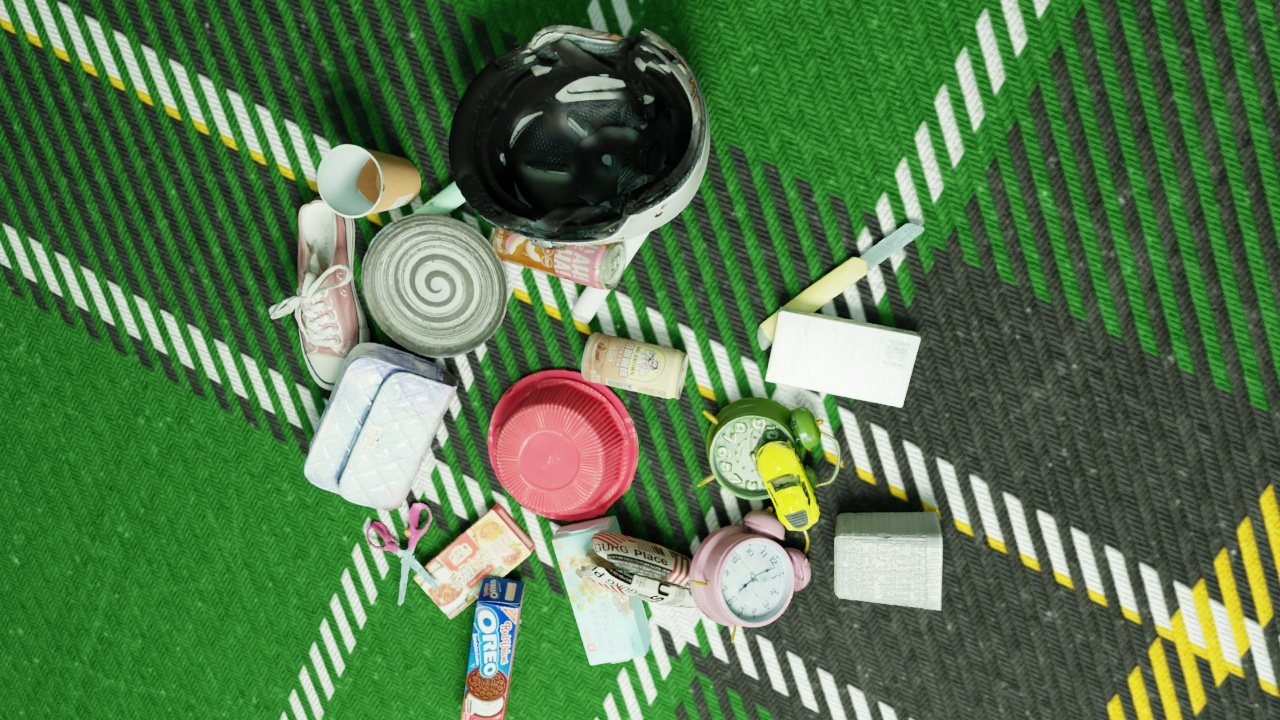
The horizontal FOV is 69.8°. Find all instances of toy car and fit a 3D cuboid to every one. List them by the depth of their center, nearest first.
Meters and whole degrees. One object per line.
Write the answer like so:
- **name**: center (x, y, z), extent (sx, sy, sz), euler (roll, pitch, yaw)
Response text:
- **toy car**: center (0.162, 0.139, 1.013), extent (0.048, 0.032, 0.105), euler (-22, 95, 15)

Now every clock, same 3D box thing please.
- **clock**: center (0.148, 0.106, 1.055), extent (0.161, 0.056, 0.116), euler (4, 103, 10)
- **clock**: center (0.134, 0.240, 1.065), extent (0.158, 0.060, 0.117), euler (-39, 101, -22)

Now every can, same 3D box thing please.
- **can**: center (-0.093, -0.124, 1.040), extent (0.147, 0.057, 0.058), euler (18, 104, 20)
- **can**: center (-0.006, 0.006, 1.064), extent (0.116, 0.058, 0.058), euler (12, 103, 9)

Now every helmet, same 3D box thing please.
- **helmet**: center (-0.047, -0.223, 0.975), extent (0.274, 0.156, 0.230), euler (-3, 83, 23)

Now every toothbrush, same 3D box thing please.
- **toothbrush**: center (-0.011, -0.139, 1.052), extent (0.026, 0.026, 0.221), euler (42, 107, 24)
- **toothbrush**: center (-0.217, -0.197, 1.081), extent (0.225, 0.026, 0.027), euler (-33, 64, 16)

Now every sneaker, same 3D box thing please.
- **sneaker**: center (-0.386, -0.076, 1.107), extent (0.118, 0.087, 0.241), euler (3, 102, 11)

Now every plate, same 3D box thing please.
- **plate**: center (-0.245, -0.091, 1.101), extent (0.179, 0.024, 0.180), euler (2, 111, 4)

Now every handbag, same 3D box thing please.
- **handbag**: center (-0.320, 0.084, 1.122), extent (0.134, 0.075, 0.194), euler (21, 108, -22)

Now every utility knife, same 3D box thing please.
- **utility knife**: center (0.217, -0.084, 1.022), extent (0.221, 0.022, 0.031), euler (-37, 93, 22)

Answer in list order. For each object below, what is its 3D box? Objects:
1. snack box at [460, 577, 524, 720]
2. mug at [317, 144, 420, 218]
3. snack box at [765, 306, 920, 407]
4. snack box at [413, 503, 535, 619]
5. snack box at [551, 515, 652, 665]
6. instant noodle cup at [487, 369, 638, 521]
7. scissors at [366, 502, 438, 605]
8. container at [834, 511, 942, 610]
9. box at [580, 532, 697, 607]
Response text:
- **snack box**: center (-0.188, 0.377, 1.162), extent (0.057, 0.058, 0.208), euler (10, 109, -3)
- **mug**: center (-0.301, -0.204, 1.047), extent (0.078, 0.122, 0.078), euler (2, 101, 11)
- **snack box**: center (0.224, -0.004, 1.026), extent (0.157, 0.026, 0.085), euler (11, 108, 6)
- **snack box**: center (-0.212, 0.257, 1.172), extent (0.153, 0.025, 0.075), euler (-41, 92, 16)
- **snack box**: center (-0.046, 0.283, 1.130), extent (0.074, 0.051, 0.175), euler (-15, 98, 12)
- **instant noodle cup**: center (-0.101, 0.111, 1.101), extent (0.194, 0.065, 0.194), euler (2, 102, 10)
- **scissors**: center (-0.307, 0.246, 1.179), extent (0.130, 0.017, 0.133), euler (7, 87, 18)
- **container**: center (0.278, 0.223, 1.037), extent (0.114, 0.090, 0.090), euler (0, 101, 14)
- **box**: center (0.014, 0.240, 1.078), extent (0.163, 0.075, 0.083), euler (23, 69, -20)
